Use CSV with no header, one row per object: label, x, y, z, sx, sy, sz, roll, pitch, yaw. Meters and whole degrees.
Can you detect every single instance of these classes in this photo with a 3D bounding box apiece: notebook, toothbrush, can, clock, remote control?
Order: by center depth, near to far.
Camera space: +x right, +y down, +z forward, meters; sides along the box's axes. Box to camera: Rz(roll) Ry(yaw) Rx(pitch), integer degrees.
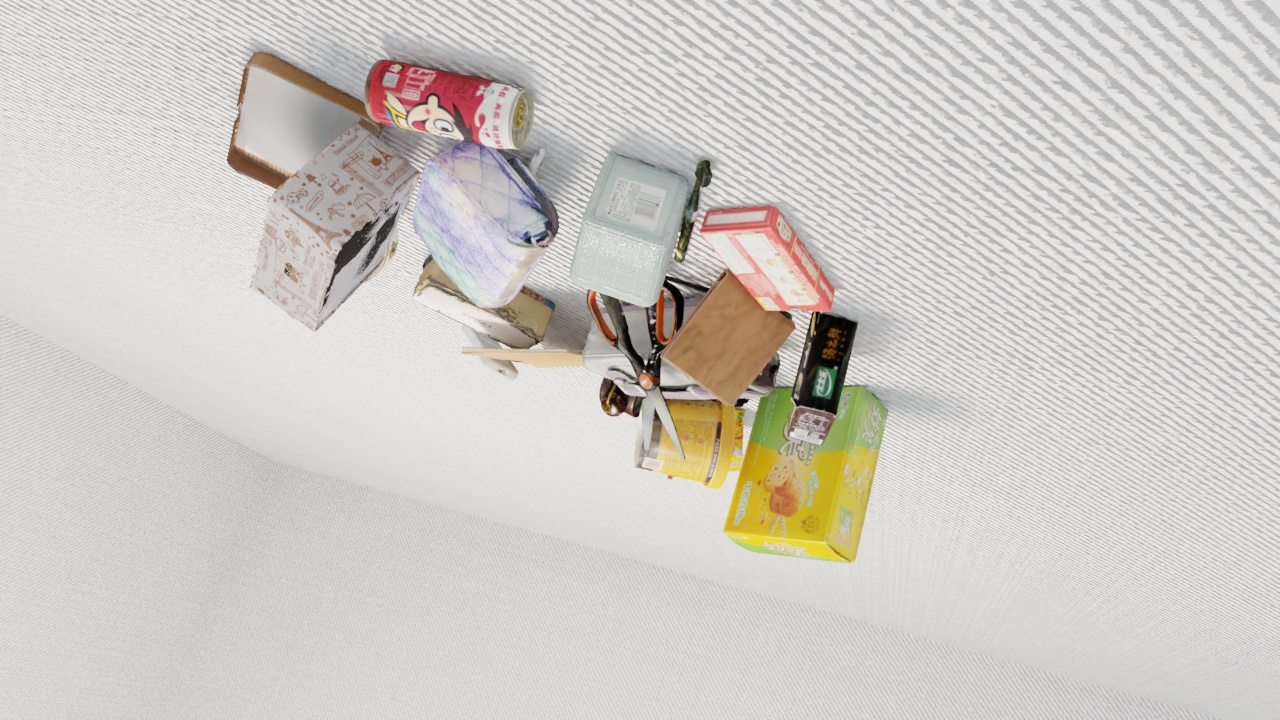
can,-0.159,-0.214,0.770,0.133,0.053,0.053,14,160,11
toothbrush,0.048,-0.133,0.859,0.012,0.017,0.186,-17,163,-10
toothbrush,-0.121,-0.171,0.910,0.016,0.016,0.180,29,159,-12
toothbrush,0.078,-0.074,0.989,0.181,0.015,0.018,19,151,-1
notebook,-0.118,-0.003,1.221,0.150,0.012,0.211,0,176,22
clock,-0.018,0.034,1.226,0.055,0.082,0.121,28,-166,18
remote control,-0.215,-0.014,1.299,0.056,0.020,0.136,29,-170,-36

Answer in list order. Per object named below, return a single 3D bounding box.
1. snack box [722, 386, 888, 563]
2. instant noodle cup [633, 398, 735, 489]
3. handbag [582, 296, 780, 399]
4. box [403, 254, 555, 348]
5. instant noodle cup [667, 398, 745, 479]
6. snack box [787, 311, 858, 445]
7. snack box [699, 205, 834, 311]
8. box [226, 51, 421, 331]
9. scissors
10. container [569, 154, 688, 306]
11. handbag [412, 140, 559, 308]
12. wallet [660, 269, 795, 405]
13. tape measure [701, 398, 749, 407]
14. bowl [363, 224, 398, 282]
snack box,0.207,0.138,1.152,0.158,0.209,0.070,-4,150,44
instant noodle cup,0.055,0.102,1.195,0.114,0.118,0.119,8,161,-6
handbag,0.048,-0.003,1.096,0.197,0.098,0.145,-1,158,44
box,-0.205,-0.078,1.167,0.184,0.059,0.090,30,157,-24
instant noodle cup,0.090,0.115,1.353,0.124,0.116,0.116,4,159,5
snack box,0.192,0.017,0.986,0.053,0.113,0.126,15,160,7
snack box,0.125,-0.094,0.882,0.075,0.025,0.153,2,155,36
box,-0.335,-0.170,0.888,0.193,0.156,0.184,36,143,-7
scissors,0.009,0.002,1.015,0.221,0.021,0.211,54,136,8
container,-0.010,-0.120,0.841,0.090,0.090,0.112,18,157,0
handbag,-0.154,-0.135,0.908,0.134,0.075,0.194,50,157,-3
wallet,0.093,-0.021,0.969,0.101,0.115,0.020,35,-174,-19
tape measure,0.104,0.037,1.233,0.066,0.033,0.065,-2,150,44
bowl,-0.322,-0.149,1.045,0.113,0.114,0.062,14,-157,12
